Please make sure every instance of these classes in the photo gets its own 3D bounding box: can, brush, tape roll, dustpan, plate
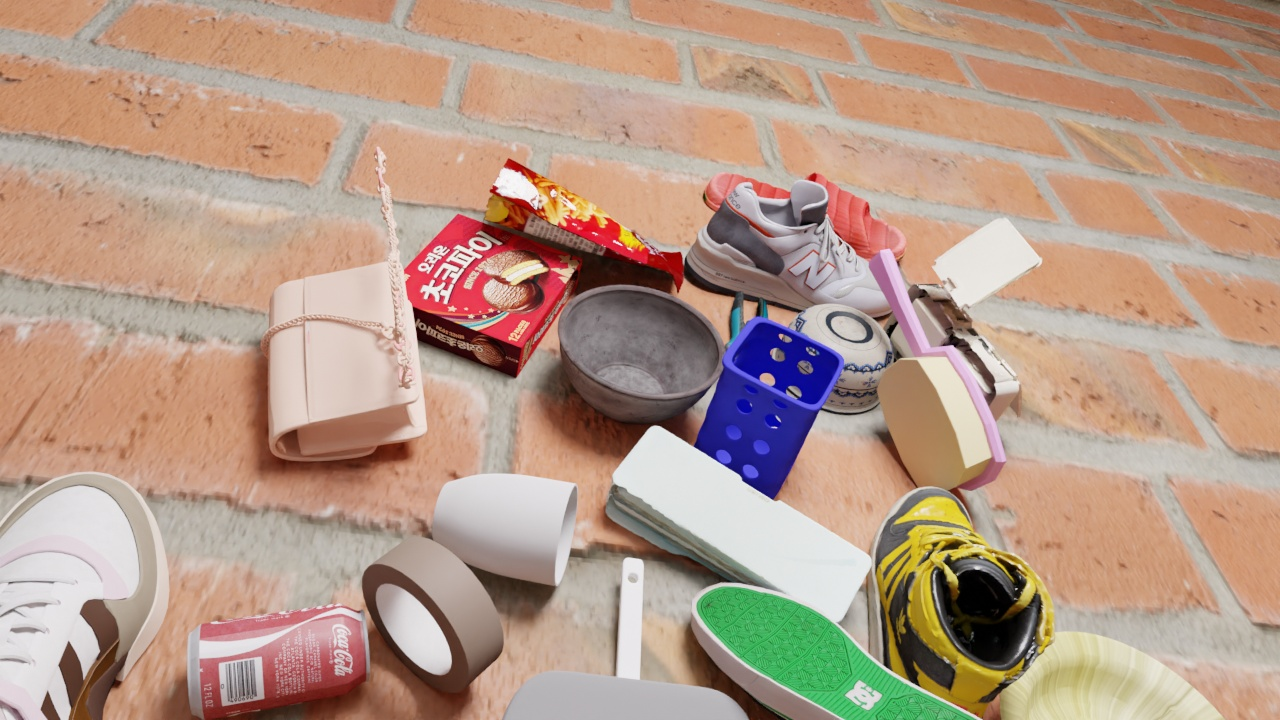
[{"bbox_3d":[-0.212,0.176,0.542,0.096,0.054,0.054,-4,44,-22],"label":"can"},{"bbox_3d":[0.243,0.007,0.811,0.043,0.089,0.228,-12,71,-21],"label":"brush"},{"bbox_3d":[-0.128,0.156,0.562,0.094,0.094,0.030,34,43,20],"label":"tape roll"},{"bbox_3d":[-0.007,0.234,0.566,0.163,0.033,0.257,9,50,-8],"label":"dustpan"},{"bbox_3d":[0.324,0.274,0.619,0.184,0.036,0.184,9,40,-8],"label":"plate"}]

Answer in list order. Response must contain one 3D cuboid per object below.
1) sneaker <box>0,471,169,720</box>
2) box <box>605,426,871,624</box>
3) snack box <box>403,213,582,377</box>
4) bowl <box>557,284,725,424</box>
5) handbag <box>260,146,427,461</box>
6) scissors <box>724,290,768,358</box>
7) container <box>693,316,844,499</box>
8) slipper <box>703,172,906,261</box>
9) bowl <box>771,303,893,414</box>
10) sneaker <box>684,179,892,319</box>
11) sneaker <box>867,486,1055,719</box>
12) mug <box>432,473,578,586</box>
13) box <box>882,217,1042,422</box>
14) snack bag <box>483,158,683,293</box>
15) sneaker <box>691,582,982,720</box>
[{"bbox_3d":[-0.327,0.155,0.478,0.111,0.117,0.293,3,42,-16],"label":"sneaker"},{"bbox_3d":[0.071,0.128,0.691,0.199,0.073,0.085,30,23,13],"label":"box"},{"bbox_3d":[-0.144,-0.065,0.853,0.133,0.036,0.151,21,40,5],"label":"snack box"},{"bbox_3d":[-0.004,0.005,0.795,0.145,0.067,0.144,9,41,-8],"label":"bowl"},{"bbox_3d":[-0.234,-0.046,0.682,0.116,0.188,0.198,-9,51,-11],"label":"handbag"},{"bbox_3d":[0.112,-0.020,0.900,0.134,0.019,0.130,-20,53,-33],"label":"scissors"},{"bbox_3d":[0.101,0.041,0.752,0.085,0.114,0.084,28,41,13],"label":"container"},{"bbox_3d":[0.200,-0.184,1.087,0.249,0.059,0.103,20,40,6],"label":"slipper"},{"bbox_3d":[0.190,-0.010,0.882,0.115,0.059,0.115,9,41,-8],"label":"bowl"},{"bbox_3d":[0.175,-0.120,0.953,0.239,0.124,0.088,8,41,-9],"label":"sneaker"},{"bbox_3d":[0.225,0.153,0.660,0.086,0.122,0.237,19,41,1],"label":"sneaker"},{"bbox_3d":[-0.093,0.110,0.657,0.089,0.071,0.107,9,12,5],"label":"mug"},{"bbox_3d":[0.312,-0.024,0.842,0.080,0.182,0.143,-6,52,-26],"label":"box"},{"bbox_3d":[-0.052,-0.126,0.919,0.208,0.067,0.138,26,13,-9],"label":"snack bag"},{"bbox_3d":[0.122,0.228,0.590,0.084,0.079,0.235,-22,36,-40],"label":"sneaker"}]
